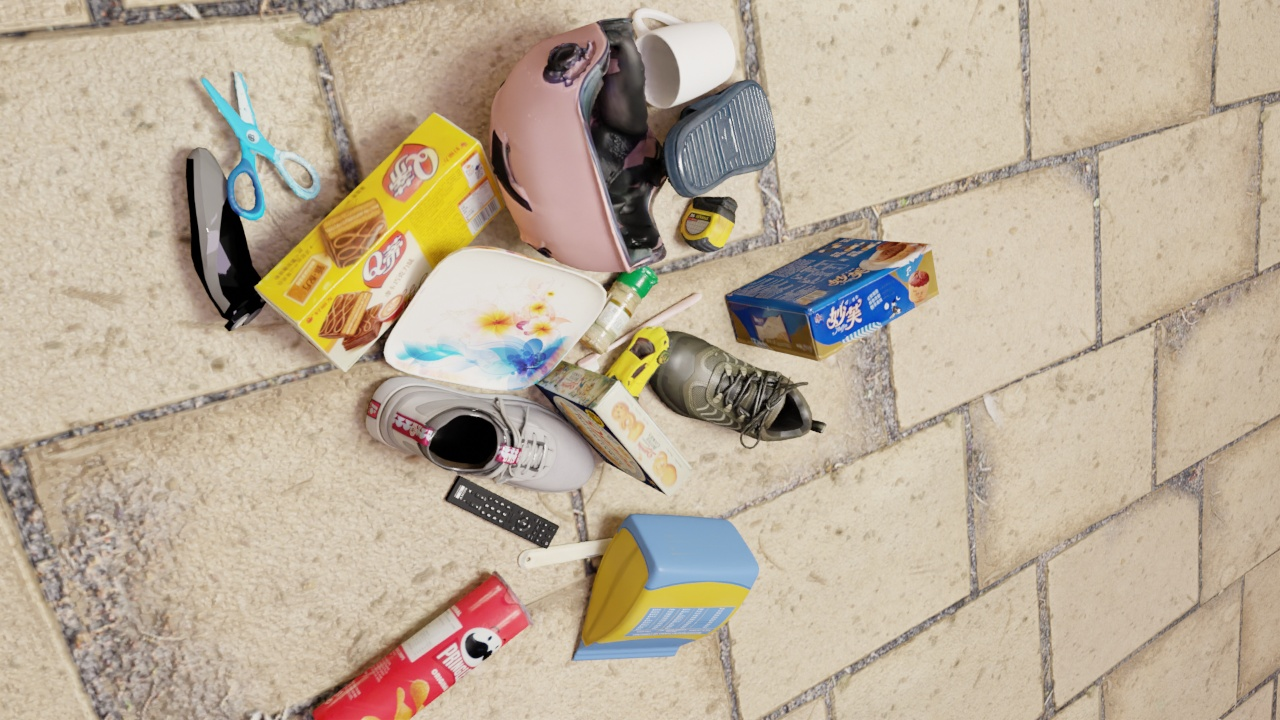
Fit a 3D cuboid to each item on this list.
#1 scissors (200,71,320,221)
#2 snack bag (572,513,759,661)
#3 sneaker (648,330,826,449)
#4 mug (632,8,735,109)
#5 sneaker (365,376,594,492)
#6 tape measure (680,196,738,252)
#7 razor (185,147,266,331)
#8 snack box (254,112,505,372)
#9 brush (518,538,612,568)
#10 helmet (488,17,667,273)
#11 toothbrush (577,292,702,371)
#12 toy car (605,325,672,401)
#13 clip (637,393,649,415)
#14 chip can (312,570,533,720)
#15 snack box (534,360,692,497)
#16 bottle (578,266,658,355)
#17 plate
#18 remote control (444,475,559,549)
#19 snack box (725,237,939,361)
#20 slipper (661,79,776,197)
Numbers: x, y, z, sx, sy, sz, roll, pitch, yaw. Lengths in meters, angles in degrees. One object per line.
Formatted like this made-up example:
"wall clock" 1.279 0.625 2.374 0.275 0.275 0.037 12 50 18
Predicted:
"scissors" -0.346 -0.185 0.801 0.140 0.013 0.114 58 43 -30
"snack bag" 0.023 0.289 1.101 0.158 0.102 0.206 9 121 -33
"sneaker" 0.123 0.048 1.083 0.237 0.143 0.101 24 87 -33
"mug" 0.040 -0.339 1.000 0.087 0.081 0.114 -28 82 -31
"sneaker" -0.139 0.088 0.939 0.262 0.129 0.097 21 90 -36
"tape measure" 0.079 -0.156 1.060 0.037 0.066 0.064 24 82 -37
"razor" -0.367 -0.107 0.804 0.060 0.057 0.156 -18 102 2
"snack box" -0.232 -0.108 0.847 0.230 0.062 0.110 -49 161 -14
"brush" -0.045 0.223 1.095 0.217 0.012 0.033 -3 102 -30
"helmet" -0.063 -0.197 0.878 0.230 0.153 0.254 71 16 -51
"toothbrush" 0.003 -0.033 1.068 0.180 0.016 0.018 -32 122 -22
"toy car" -0.006 0.006 1.039 0.107 0.049 0.030 -54 139 3
"clip" -0.007 0.050 1.076 0.060 0.024 0.039 33 84 -42
"chip can" -0.227 0.322 0.965 0.232 0.073 0.073 -35 116 -21
"snack box" -0.032 0.069 0.990 0.042 0.145 0.144 -47 119 -15
"bottle" -0.026 -0.059 1.029 0.043 0.043 0.111 41 79 -31
"plate" -0.144 -0.040 0.910 0.186 0.016 0.187 13 134 -37
"remote control" -0.151 0.169 1.016 0.140 0.009 0.030 33 82 -30
"snack box" 0.233 -0.080 1.118 0.202 0.155 0.069 -27 112 -25
"slipper" 0.072 -0.245 1.016 0.262 0.083 0.101 -40 124 -51
